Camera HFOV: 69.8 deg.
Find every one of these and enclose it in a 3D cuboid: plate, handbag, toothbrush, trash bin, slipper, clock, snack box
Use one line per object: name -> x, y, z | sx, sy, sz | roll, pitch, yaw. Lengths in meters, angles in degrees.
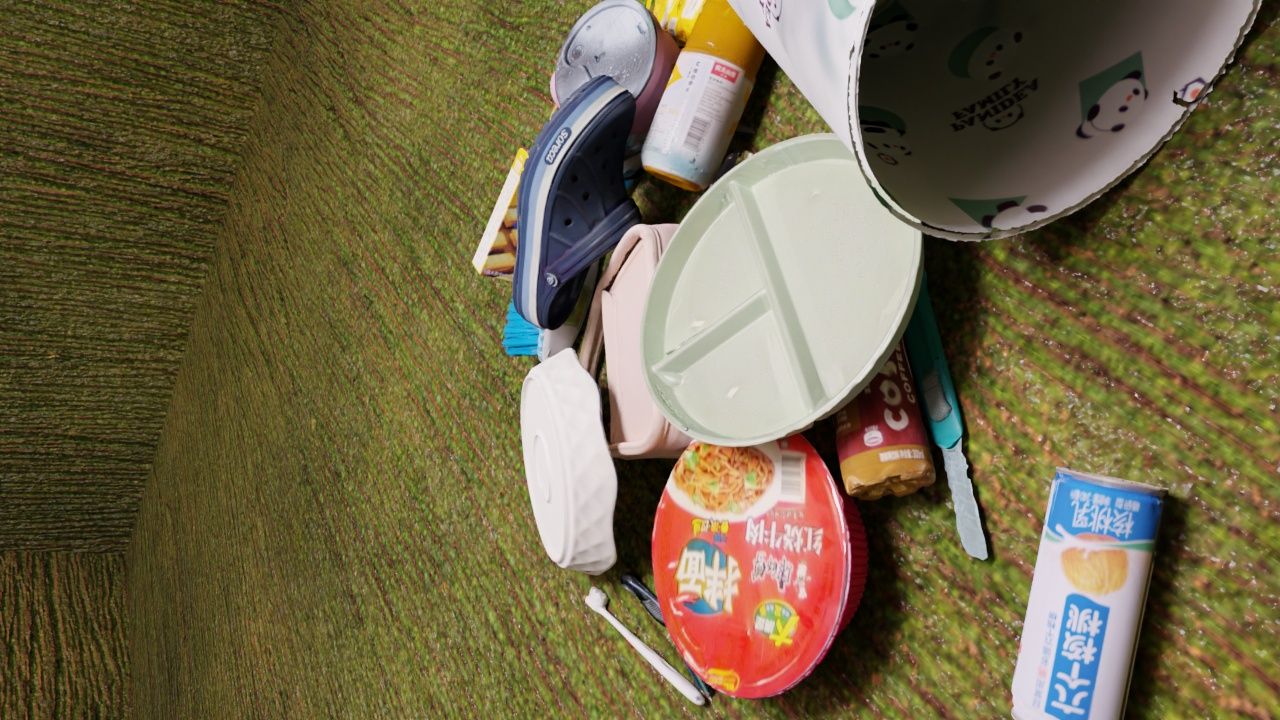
plate -> -0.069, 0.094, 0.828 | 0.205, 0.045, 0.205 | 172, 90, -72
handbag -> -0.005, 0.005, 0.815 | 0.235, 0.093, 0.193 | -32, 56, 55
toothbrush -> 0.001, 0.241, 0.786 | 0.180, 0.016, 0.016 | 26, 96, 54
trash bin -> 0.167, -0.231, 0.527 | 0.230, 0.229, 0.251 | -58, 35, 26
slipper -> -0.052, -0.120, 0.810 | 0.104, 0.095, 0.253 | -53, -13, -48
plate -> 0.090, -0.048, 0.625 | 0.231, 0.027, 0.229 | -24, 53, 36
clock -> -0.030, -0.253, 0.848 | 0.159, 0.059, 0.117 | -37, 63, 26
snack box -> -0.114, -0.148, 0.983 | 0.033, 0.086, 0.141 | 49, 120, 48

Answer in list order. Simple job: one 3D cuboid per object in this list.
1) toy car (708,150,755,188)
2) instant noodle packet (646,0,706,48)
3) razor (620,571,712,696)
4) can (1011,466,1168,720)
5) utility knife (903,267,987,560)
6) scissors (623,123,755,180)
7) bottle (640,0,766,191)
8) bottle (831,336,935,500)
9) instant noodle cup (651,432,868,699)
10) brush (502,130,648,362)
toy car -> 0.108, -0.120, 0.712 | 0.156, 0.041, 0.071 | 34, 108, 50
instant noodle packet -> 0.047, -0.353, 0.856 | 0.111, 0.044, 0.128 | 39, 114, 49
razor -> 0.021, 0.216, 0.762 | 0.143, 0.022, 0.043 | 38, 156, 54
can -> 0.230, 0.125, 0.473 | 0.053, 0.053, 0.134 | 11, 90, 54
utility knife -> 0.190, 0.018, 0.589 | 0.029, 0.013, 0.222 | -40, 51, 51
scissors -> 0.032, -0.223, 0.838 | 0.181, 0.014, 0.160 | 46, 112, 36
bottle -> 0.062, -0.239, 0.769 | 0.068, 0.068, 0.189 | 30, 99, 53
bottle -> 0.149, 0.002, 0.612 | 0.058, 0.057, 0.174 | -32, 56, 45
instant noodle cup -> 0.091, 0.135, 0.650 | 0.194, 0.065, 0.193 | -17, 68, 51
brush -> -0.054, -0.139, 0.935 | 0.109, 0.060, 0.314 | 25, 99, 48
